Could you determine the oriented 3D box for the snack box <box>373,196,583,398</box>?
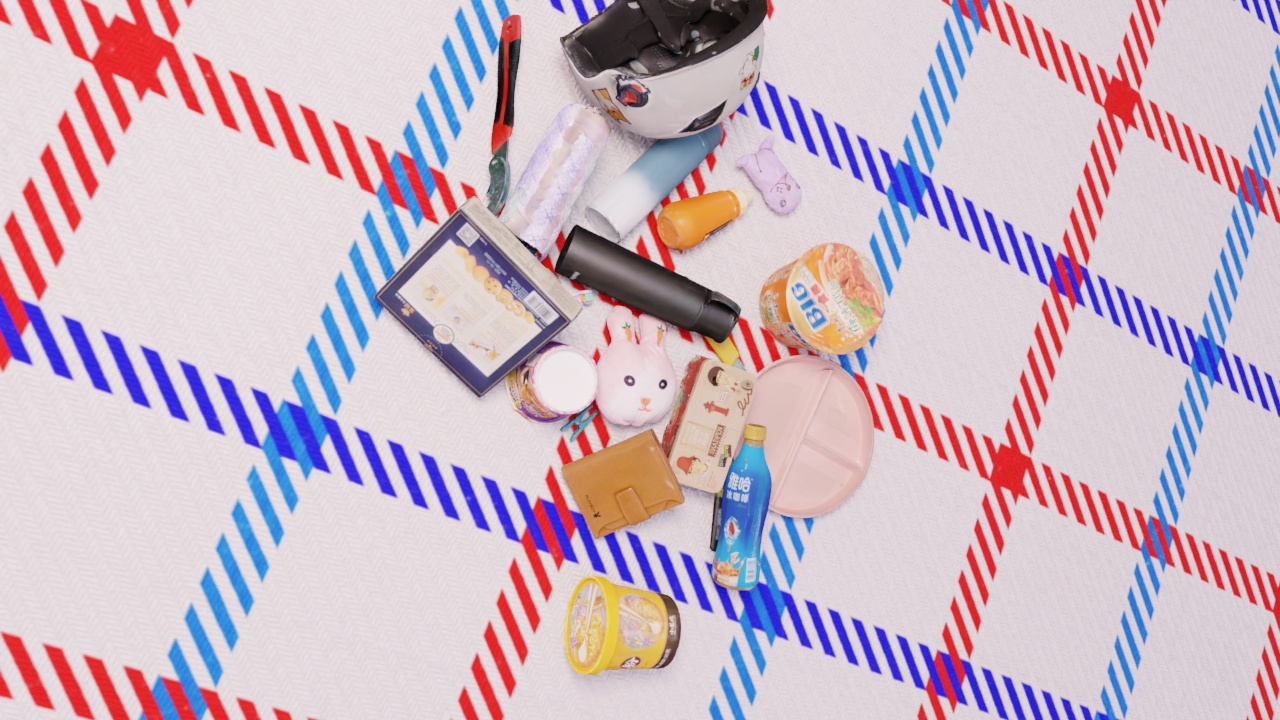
[{"bbox_3d":[-0.193,-0.069,1.085,0.178,0.183,0.045,46,32,-13],"label":"snack box"}]

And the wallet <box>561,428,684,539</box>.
[{"bbox_3d":[-0.022,0.159,1.178,0.132,0.031,0.108,-23,97,12],"label":"wallet"}]

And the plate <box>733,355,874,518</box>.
[{"bbox_3d":[0.228,0.107,1.302,0.229,0.028,0.229,1,88,-20],"label":"plate"}]

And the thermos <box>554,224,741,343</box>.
[{"bbox_3d":[0.015,-0.102,1.191,0.242,0.090,0.068,23,62,-13],"label":"thermos"}]

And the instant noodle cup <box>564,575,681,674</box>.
[{"bbox_3d":[-0.020,0.337,1.158,0.114,0.119,0.118,14,83,-28],"label":"instant noodle cup"}]

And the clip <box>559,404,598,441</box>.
[{"bbox_3d":[-0.079,0.080,1.198,0.057,0.014,0.047,-43,100,-17],"label":"clip"}]

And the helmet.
[{"bbox_3d":[0.040,-0.364,1.152,0.229,0.274,0.157,-47,140,-25],"label":"helmet"}]

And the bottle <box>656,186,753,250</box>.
[{"bbox_3d":[0.094,-0.201,1.252,0.149,0.067,0.067,-27,97,-27],"label":"bottle"}]

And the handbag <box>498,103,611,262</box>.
[{"bbox_3d":[-0.112,-0.214,1.135,0.075,0.134,0.193,28,79,-15],"label":"handbag"}]

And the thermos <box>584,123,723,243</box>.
[{"bbox_3d":[0.023,-0.249,1.221,0.220,0.070,0.070,-45,102,-15],"label":"thermos"}]

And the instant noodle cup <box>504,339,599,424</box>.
[{"bbox_3d":[-0.104,0.025,1.147,0.111,0.099,0.111,1,88,-22],"label":"instant noodle cup"}]

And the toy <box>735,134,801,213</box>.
[{"bbox_3d":[0.188,-0.258,1.298,0.083,0.039,0.108,-43,101,-26],"label":"toy"}]

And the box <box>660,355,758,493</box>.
[{"bbox_3d":[0.082,0.082,1.230,0.091,0.076,0.168,19,89,-19],"label":"box"}]

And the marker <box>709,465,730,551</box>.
[{"bbox_3d":[0.110,0.200,1.261,0.018,0.015,0.124,9,86,-20],"label":"marker"}]

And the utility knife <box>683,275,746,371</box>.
[{"bbox_3d":[0.094,-0.043,1.266,0.033,0.015,0.181,-36,100,-5],"label":"utility knife"}]

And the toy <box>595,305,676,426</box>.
[{"bbox_3d":[-0.007,0.007,1.207,0.121,0.054,0.159,4,80,-30],"label":"toy"}]

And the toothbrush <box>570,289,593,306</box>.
[{"bbox_3d":[-0.152,-0.069,1.176,0.189,0.029,0.021,-10,51,-19],"label":"toothbrush"}]

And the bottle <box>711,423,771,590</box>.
[{"bbox_3d":[0.139,0.193,1.225,0.065,0.065,0.219,4,97,-20],"label":"bottle"}]

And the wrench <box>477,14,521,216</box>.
[{"bbox_3d":[-0.176,-0.311,1.163,0.016,0.056,0.273,16,78,-54],"label":"wrench"}]

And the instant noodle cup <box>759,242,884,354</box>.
[{"bbox_3d":[0.243,-0.080,1.270,0.151,0.111,0.151,1,87,-20],"label":"instant noodle cup"}]
